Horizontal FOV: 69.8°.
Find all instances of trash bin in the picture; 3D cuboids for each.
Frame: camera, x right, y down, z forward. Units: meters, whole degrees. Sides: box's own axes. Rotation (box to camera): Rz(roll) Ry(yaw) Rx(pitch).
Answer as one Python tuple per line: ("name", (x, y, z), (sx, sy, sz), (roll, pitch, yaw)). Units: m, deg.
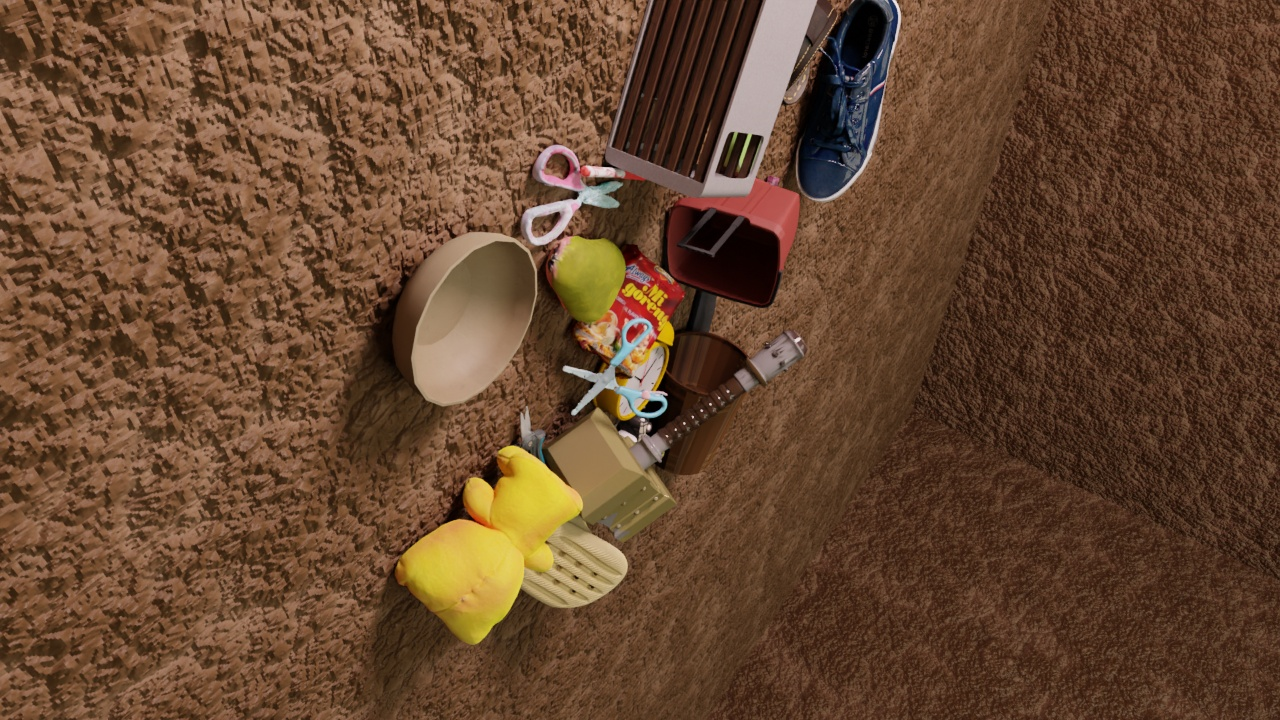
("trash bin", (0.071, -0.285, 0.897), (0.114, 0.114, 0.229), (-18, 131, -59))

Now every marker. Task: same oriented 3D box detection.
("marker", (-0.024, -0.187, 0.918), (0.142, 0.013, 0.013), (-21, 133, -64))

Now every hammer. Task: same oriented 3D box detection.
("hammer", (0.061, 0.071, 1.105), (0.325, 0.100, 0.190), (-36, 153, 1))

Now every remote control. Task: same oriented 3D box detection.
("remote control", (0.093, -0.080, 1.277), (0.047, 0.022, 0.150), (-31, 141, -51))

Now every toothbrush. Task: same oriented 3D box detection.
("toothbrush", (0.148, -0.245, 1.226), (0.189, 0.016, 0.016), (-11, 120, -61))

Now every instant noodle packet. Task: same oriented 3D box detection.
("instant noodle packet", (-0.014, -0.052, 1.027), (0.098, 0.040, 0.135), (40, 77, -34))

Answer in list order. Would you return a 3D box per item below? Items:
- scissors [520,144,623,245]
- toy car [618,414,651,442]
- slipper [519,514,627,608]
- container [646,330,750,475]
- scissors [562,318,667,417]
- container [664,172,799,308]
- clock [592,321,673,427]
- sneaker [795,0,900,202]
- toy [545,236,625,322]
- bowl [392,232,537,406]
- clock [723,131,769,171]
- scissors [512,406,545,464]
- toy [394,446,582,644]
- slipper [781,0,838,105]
("scissors", (-0.063, -0.148, 0.895), (0.178, 0.016, 0.103), (-3, 114, -67))
("toy car", (-0.013, 0.109, 1.231), (0.037, 0.040, 0.092), (-33, 140, -45))
("slipper", (-0.115, 0.222, 1.103), (0.111, 0.079, 0.261), (-41, 140, 3))
("container", (0.072, 0.065, 1.267), (0.131, 0.132, 0.168), (-38, 152, -45))
("scissors", (-0.019, 0.010, 1.002), (0.135, 0.015, 0.133), (18, 94, -32))
("container", (0.099, -0.130, 1.081), (0.200, 0.148, 0.127), (-54, 156, -42))
("clock", (-0.007, 0.007, 1.129), (0.113, 0.052, 0.152), (-33, 146, -50))
("sneaker", (0.275, -0.359, 1.262), (0.127, 0.121, 0.295), (-41, 148, -65))
("toy", (-0.055, -0.088, 0.925), (0.090, 0.051, 0.110), (-63, 154, -5))
("bowl", (-0.154, -0.041, 0.770), (0.152, 0.050, 0.153), (-46, 151, -35))
("clock", (0.126, -0.273, 1.117), (0.119, 0.042, 0.094), (-32, 143, -51))
("scissors", (-0.123, 0.107, 1.029), (0.127, 0.019, 0.142), (-58, 151, 3))
("toy", (-0.141, 0.189, 0.940), (0.193, 0.088, 0.134), (-47, 112, -20))
("slipper", (0.177, -0.385, 1.061), (0.113, 0.076, 0.268), (-59, 156, -10))
